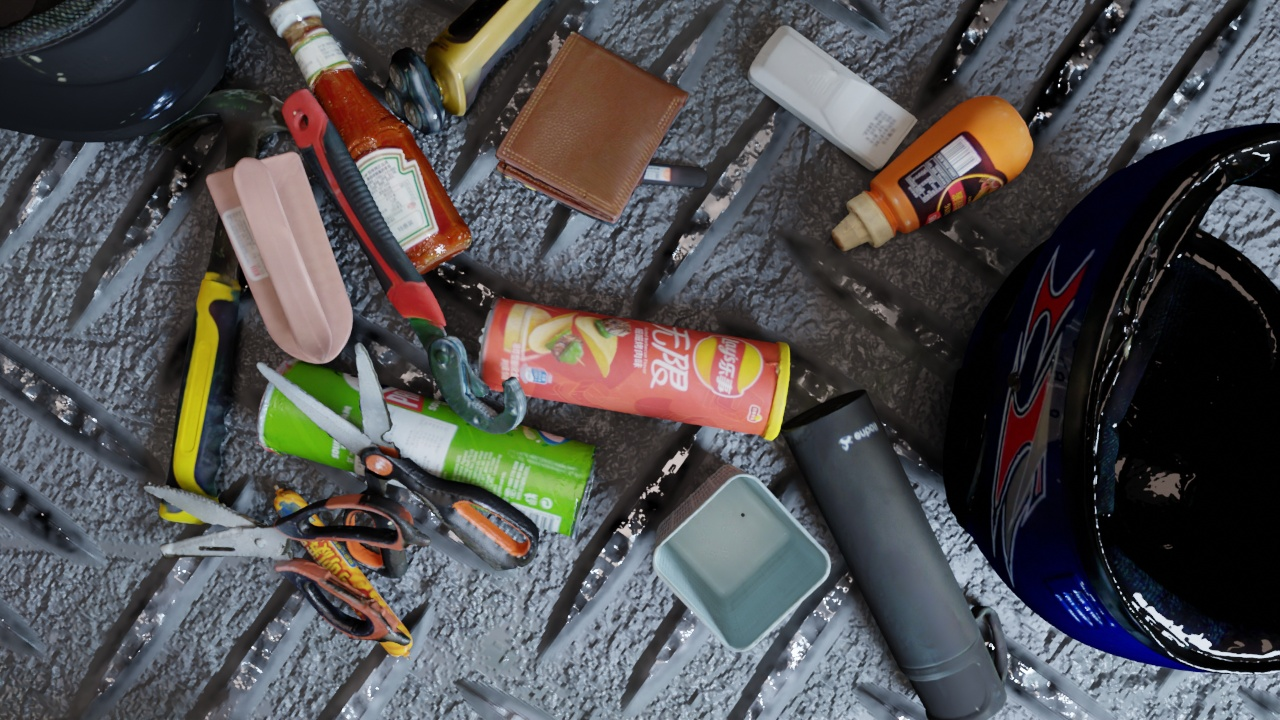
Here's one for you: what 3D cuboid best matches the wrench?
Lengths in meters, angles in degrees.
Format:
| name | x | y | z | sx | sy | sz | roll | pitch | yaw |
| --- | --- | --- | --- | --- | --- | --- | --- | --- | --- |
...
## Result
| name | x | y | z | sx | sy | sz | roll | pitch | yaw |
| --- | --- | --- | --- | --- | --- | --- | --- | --- | --- |
| wrench | -0.166 | -0.065 | 0.628 | 0.056 | 0.016 | 0.273 | -34 | 90 | 31 |

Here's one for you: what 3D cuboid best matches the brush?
| name | x | y | z | sx | sy | sz | roll | pitch | yaw |
| --- | --- | --- | --- | --- | --- | --- | --- | --- | --- |
| brush | -0.244 | -0.066 | 0.635 | 0.063 | 0.073 | 0.145 | -19 | 98 | -13 |

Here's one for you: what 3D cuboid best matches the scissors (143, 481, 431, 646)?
| name | x | y | z | sx | sy | sz | roll | pitch | yaw |
| --- | --- | --- | --- | --- | --- | --- | --- | --- | --- |
| scissors | -0.246 | 0.134 | 0.649 | 0.226 | 0.015 | 0.189 | 44 | 118 | -9 |

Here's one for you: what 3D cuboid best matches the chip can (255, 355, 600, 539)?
| name | x | y | z | sx | sy | sz | roll | pitch | yaw |
| --- | --- | --- | --- | --- | --- | --- | --- | --- | --- |
| chip can | -0.149 | 0.063 | 0.661 | 0.236 | 0.072 | 0.072 | 16 | 90 | 0 |

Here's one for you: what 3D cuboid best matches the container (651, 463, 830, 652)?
| name | x | y | z | sx | sy | sz | roll | pitch | yaw |
| --- | --- | --- | --- | --- | --- | --- | --- | --- | --- |
| container | 0.064 | 0.130 | 0.640 | 0.090 | 0.111 | 0.090 | -43 | 90 | -1 |

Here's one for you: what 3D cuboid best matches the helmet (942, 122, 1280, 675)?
| name | x | y | z | sx | sy | sz | roll | pitch | yaw |
| --- | --- | --- | --- | --- | --- | --- | --- | --- | --- |
| helmet | 0.318 | 0.021 | 0.569 | 0.247 | 0.240 | 0.315 | 0 | 100 | 0 |

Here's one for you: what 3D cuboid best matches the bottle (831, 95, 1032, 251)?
| name | x | y | z | sx | sy | sz | roll | pitch | yaw |
| --- | --- | --- | --- | --- | --- | --- | --- | --- | --- |
| bottle | 0.205 | -0.128 | 0.666 | 0.149 | 0.066 | 0.067 | -34 | 90 | 8 |

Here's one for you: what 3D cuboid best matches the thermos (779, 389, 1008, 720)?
| name | x | y | z | sx | sy | sz | roll | pitch | yaw |
| --- | --- | --- | --- | --- | --- | --- | --- | --- | --- |
| thermos | 0.192 | 0.139 | 0.670 | 0.089 | 0.069 | 0.242 | -28 | 92 | -32 |

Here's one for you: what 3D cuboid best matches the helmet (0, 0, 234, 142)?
| name | x | y | z | sx | sy | sz | roll | pitch | yaw |
| --- | --- | --- | --- | --- | --- | --- | --- | --- | --- |
| helmet | -0.404 | -0.263 | 0.587 | 0.275 | 0.230 | 0.233 | 21 | 79 | 14 |

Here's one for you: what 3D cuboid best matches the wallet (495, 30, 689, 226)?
| name | x | y | z | sx | sy | sz | roll | pitch | yaw |
| --- | --- | --- | --- | --- | --- | --- | --- | --- | --- |
| wallet | -0.034 | -0.169 | 0.671 | 0.101 | 0.032 | 0.124 | 28 | 76 | 1 |

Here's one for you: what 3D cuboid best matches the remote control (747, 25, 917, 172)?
| name | x | y | z | sx | sy | sz | roll | pitch | yaw |
| --- | --- | --- | --- | --- | --- | --- | --- | --- | --- |
| remote control | 0.141 | -0.196 | 0.683 | 0.125 | 0.024 | 0.049 | 36 | 91 | 0 |

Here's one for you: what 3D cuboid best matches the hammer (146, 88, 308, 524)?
| name | x | y | z | sx | sy | sz | roll | pitch | yaw |
| --- | --- | --- | --- | --- | --- | --- | --- | --- | --- |
| hammer | -0.316 | -0.041 | 0.683 | 0.126 | 0.032 | 0.323 | 10 | 91 | 0 |

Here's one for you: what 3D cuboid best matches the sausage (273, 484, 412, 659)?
| name | x | y | z | sx | sy | sz | roll | pitch | yaw |
| --- | --- | --- | --- | --- | --- | --- | --- | --- | --- |
| sausage | -0.223 | 0.159 | 0.687 | 0.021 | 0.021 | 0.165 | -39 | 90 | 0 |

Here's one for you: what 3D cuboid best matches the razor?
| name | x | y | z | sx | sy | sz | roll | pitch | yaw |
| --- | --- | --- | --- | --- | --- | --- | --- | --- | --- |
| razor | -0.118 | -0.238 | 0.668 | 0.167 | 0.067 | 0.062 | -48 | 58 | -6 |

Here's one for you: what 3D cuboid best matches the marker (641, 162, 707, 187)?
| name | x | y | z | sx | sy | sz | roll | pitch | yaw |
| --- | --- | --- | --- | --- | --- | --- | --- | --- | --- |
| marker | -0.011 | -0.142 | 0.689 | 0.124 | 0.015 | 0.018 | 4 | 88 | -2 |

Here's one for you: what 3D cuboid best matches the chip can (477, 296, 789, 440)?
| name | x | y | z | sx | sy | sz | roll | pitch | yaw |
| --- | --- | --- | --- | --- | --- | --- | --- | --- | --- |
| chip can | -0.004 | 0.004 | 0.661 | 0.216 | 0.073 | 0.073 | 11 | 90 | 1 |

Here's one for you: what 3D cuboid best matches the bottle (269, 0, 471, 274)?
| name | x | y | z | sx | sy | sz | roll | pitch | yaw |
| --- | --- | --- | --- | --- | --- | --- | --- | --- | --- |
| bottle | -0.196 | -0.160 | 0.657 | 0.060 | 0.060 | 0.206 | -30 | 96 | 0 |

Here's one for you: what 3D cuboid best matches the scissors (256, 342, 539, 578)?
| name | x | y | z | sx | sy | sz | roll | pitch | yaw |
| --- | --- | --- | --- | --- | --- | --- | --- | --- | --- |
| scissors | -0.168 | 0.086 | 0.623 | 0.221 | 0.021 | 0.230 | 29 | 130 | -11 |
